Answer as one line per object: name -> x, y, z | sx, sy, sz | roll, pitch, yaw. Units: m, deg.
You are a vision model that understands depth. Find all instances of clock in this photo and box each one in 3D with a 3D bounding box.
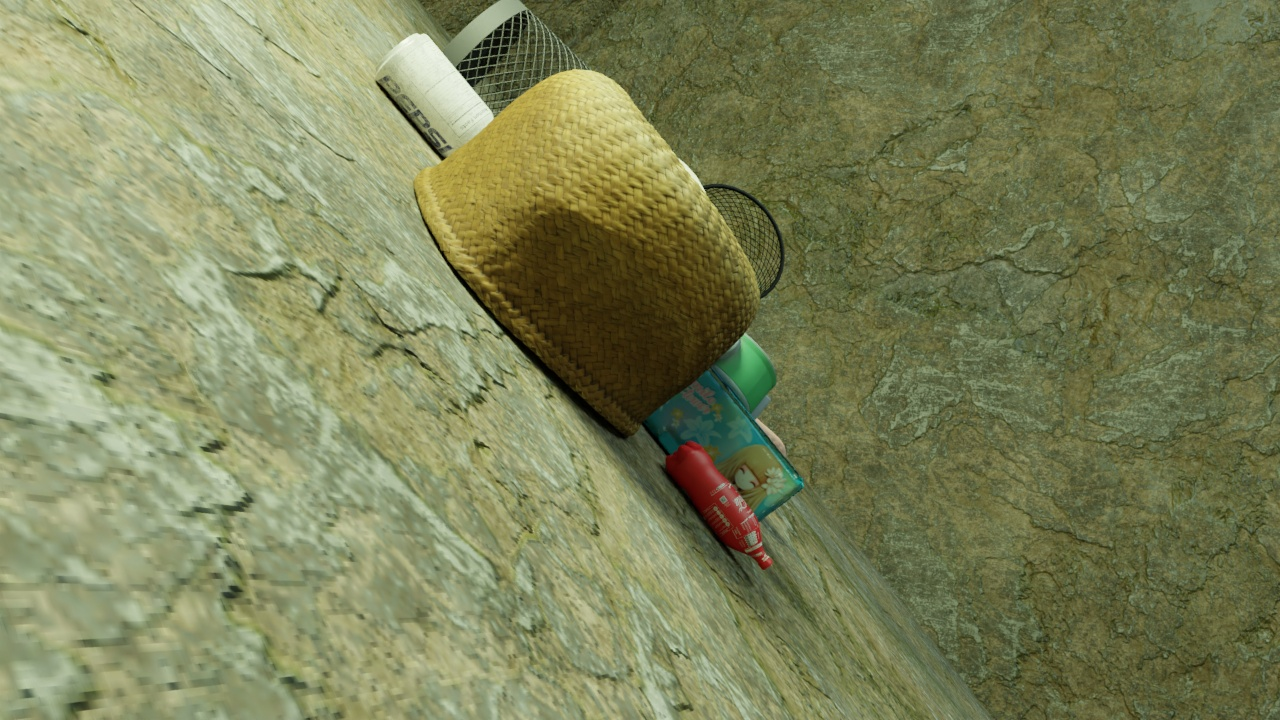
clock -> 0.084, -0.007, 1.039 | 0.122, 0.075, 0.162 | 20, -28, 47

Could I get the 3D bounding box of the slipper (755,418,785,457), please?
slipper -> 0.126, 0.111, 1.220 | 0.081, 0.093, 0.197 | 33, -12, 41

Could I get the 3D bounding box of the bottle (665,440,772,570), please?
bottle -> 0.079, 0.141, 0.885 | 0.141, 0.042, 0.042 | 52, 6, 9

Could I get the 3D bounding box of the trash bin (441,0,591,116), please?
trash bin -> -0.147, -0.314, 1.189 | 0.227, 0.218, 0.217 | 46, 7, -9

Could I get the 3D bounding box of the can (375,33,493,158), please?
can -> -0.234, -0.300, 1.057 | 0.136, 0.078, 0.078 | 49, 6, -14

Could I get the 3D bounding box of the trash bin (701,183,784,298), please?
trash bin -> 0.086, -0.141, 1.408 | 0.184, 0.183, 0.211 | 51, -27, -3

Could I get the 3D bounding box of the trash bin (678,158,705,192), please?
trash bin -> -0.014, -0.135, 1.113 | 0.195, 0.195, 0.199 | 52, -3, 8

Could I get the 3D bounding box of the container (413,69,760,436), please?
container -> -0.037, -0.111, 0.844 | 0.307, 0.196, 0.307 | 51, 5, -6

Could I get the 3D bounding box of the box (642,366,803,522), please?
box -> 0.069, 0.073, 0.976 | 0.227, 0.094, 0.041 | 51, 5, -3
